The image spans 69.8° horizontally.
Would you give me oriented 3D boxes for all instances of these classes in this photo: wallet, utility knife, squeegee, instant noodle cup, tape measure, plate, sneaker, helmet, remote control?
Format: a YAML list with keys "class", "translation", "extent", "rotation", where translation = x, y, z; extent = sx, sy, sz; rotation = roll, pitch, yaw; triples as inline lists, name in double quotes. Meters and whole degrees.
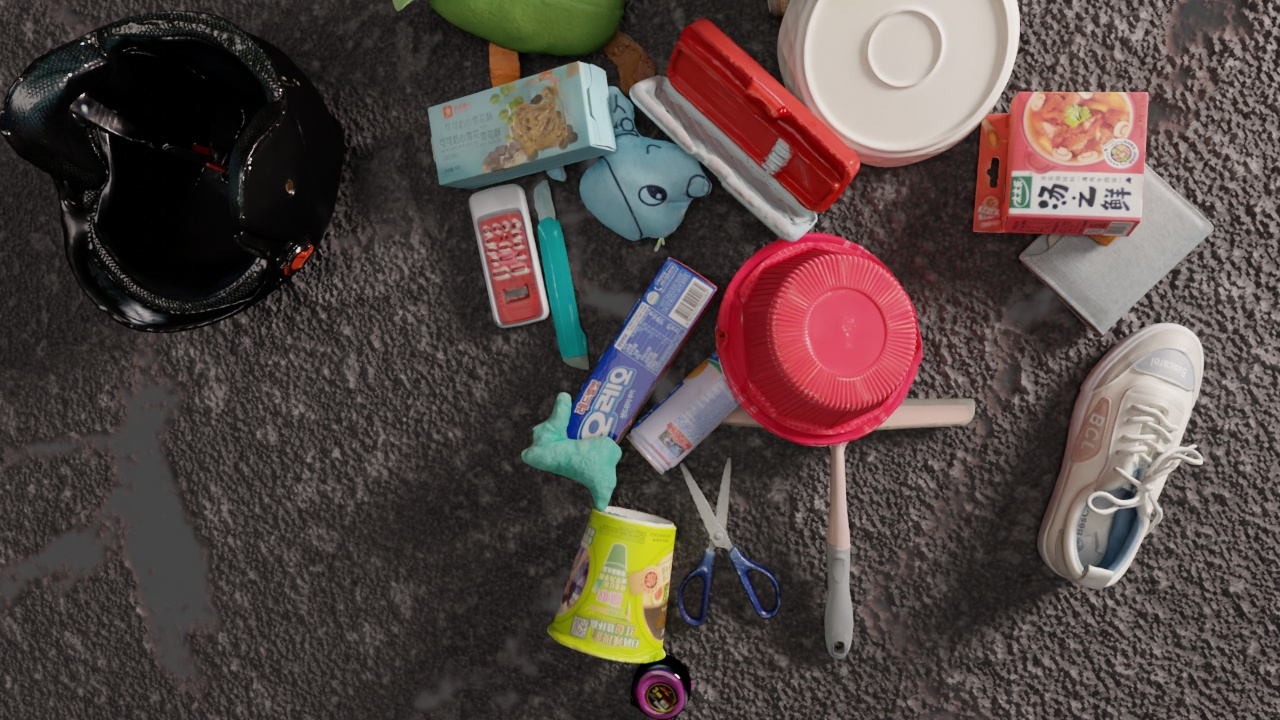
- class: "wallet"
  translation: [0.413, -0.104, 0.801]
  extent: [0.106, 0.037, 0.130]
  rotation: [45, 97, 3]
- class: "utility knife"
  translation: [-0.078, -0.081, 0.884]
  extent: [0.029, 0.013, 0.187]
  rotation: [-10, 93, 7]
- class: "squeegee"
  translation: [0.183, 0.159, 0.848]
  extent: [0.248, 0.040, 0.249]
  rotation: [-1, 94, 8]
- class: "instant noodle cup"
  translation: [0.167, -0.022, 0.797]
  extent: [0.193, 0.066, 0.193]
  rotation: [1, 84, -12]
- class: "tape measure"
  translation: [0.021, 0.312, 0.879]
  extent: [0.057, 0.039, 0.058]
  rotation: [26, 101, 6]
- class: "plate"
  translation: [0.221, -0.267, 0.783]
  extent: [0.205, 0.045, 0.205]
  rotation: [2, 113, 4]
- class: "sneaker"
  translation: [0.415, 0.081, 0.783]
  extent: [0.089, 0.090, 0.242]
  rotation: [21, 95, 6]
- class: "instant noodle cup"
  translation: [-0.018, 0.201, 0.849]
  extent: [0.112, 0.111, 0.123]
  rotation: [12, 88, 7]
- class: "helmet"
  translation: [-0.389, -0.164, 0.818]
  extent: [0.233, 0.229, 0.275]
  rotation: [22, 103, 7]
- class: "remote control"
  translation: [-0.127, -0.101, 0.887]
  extent: [0.056, 0.020, 0.136]
  rotation: [-11, 92, 9]

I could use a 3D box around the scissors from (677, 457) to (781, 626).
- class: "scissors"
  translation: [0.080, 0.181, 0.871]
  extent: [0.163, 0.012, 0.162]
  rotation: [30, 101, 3]

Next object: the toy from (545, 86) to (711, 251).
- class: "toy"
  translation: [-0.016, -0.176, 0.851]
  extent: [0.162, 0.049, 0.156]
  rotation: [-8, 100, 23]

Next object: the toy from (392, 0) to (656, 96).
- class: "toy"
  translation: [-0.093, -0.340, 0.825]
  extent: [0.246, 0.089, 0.227]
  rotation: [12, 117, -8]

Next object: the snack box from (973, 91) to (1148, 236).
- class: "snack box"
  translation: [0.356, -0.167, 0.782]
  extent: [0.127, 0.044, 0.113]
  rotation: [4, 82, 17]

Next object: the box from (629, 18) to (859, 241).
- class: "box"
  translation: [0.084, -0.193, 0.812]
  extent: [0.201, 0.095, 0.098]
  rotation: [44, 65, 5]

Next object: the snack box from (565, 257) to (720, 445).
- class: "snack box"
  translation: [-0.005, 0.005, 0.856]
  extent: [0.057, 0.058, 0.207]
  rotation: [34, 97, 6]

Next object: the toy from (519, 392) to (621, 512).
- class: "toy"
  translation: [-0.061, 0.080, 0.826]
  extent: [0.092, 0.030, 0.096]
  rotation: [14, 92, 7]

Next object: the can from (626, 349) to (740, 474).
- class: "can"
  translation: [0.052, 0.042, 0.842]
  extent: [0.134, 0.053, 0.053]
  rotation: [-43, 87, -1]

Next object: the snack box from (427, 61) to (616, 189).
- class: "snack box"
  translation: [-0.110, -0.211, 0.839]
  extent: [0.175, 0.051, 0.074]
  rotation: [-8, 92, 27]

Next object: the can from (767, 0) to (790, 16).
- class: "can"
  translation: [0.169, -0.345, 0.812]
  extent: [0.116, 0.058, 0.058]
  rotation: [-8, 92, 8]
